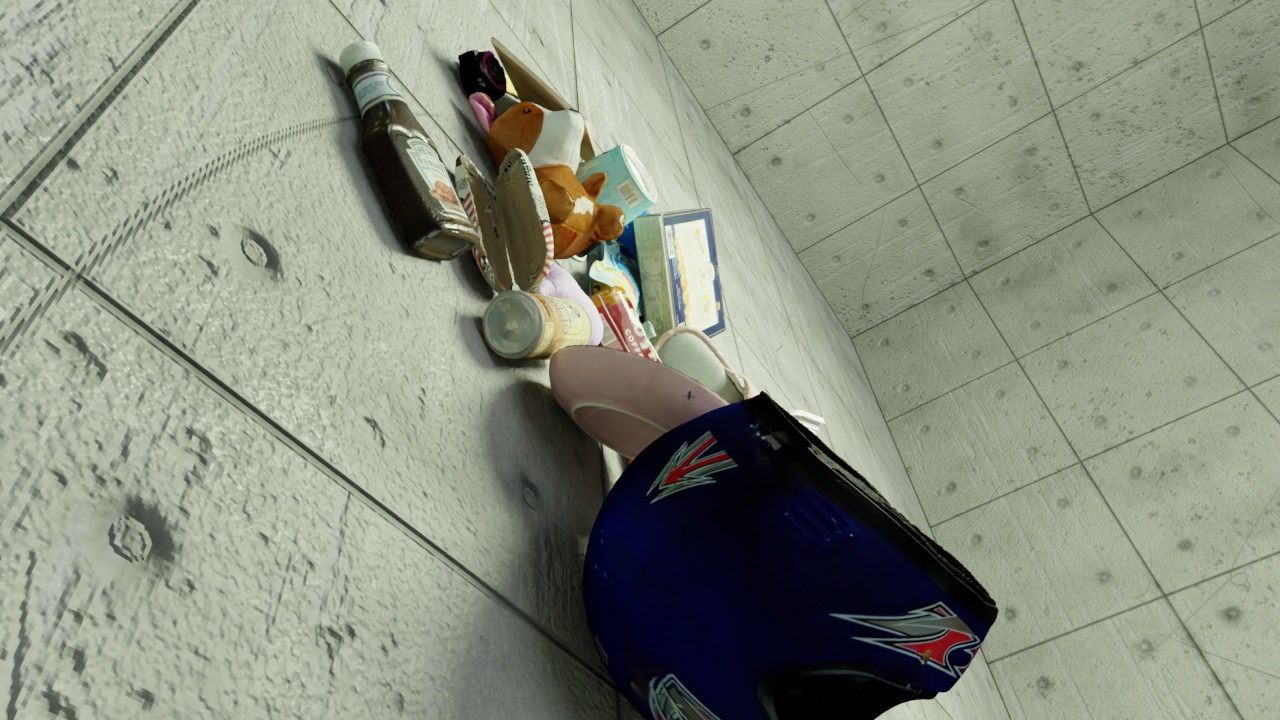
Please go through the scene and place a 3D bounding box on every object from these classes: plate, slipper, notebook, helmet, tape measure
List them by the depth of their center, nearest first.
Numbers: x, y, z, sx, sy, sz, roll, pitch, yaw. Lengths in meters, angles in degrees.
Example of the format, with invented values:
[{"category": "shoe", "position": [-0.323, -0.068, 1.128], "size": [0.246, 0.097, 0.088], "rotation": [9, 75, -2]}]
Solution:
[{"category": "helmet", "position": [0.100, 0.185, 0.700], "size": [0.315, 0.240, 0.247], "rotation": [38, 9, -33]}, {"category": "plate", "position": [0.001, 0.053, 0.808], "size": [0.192, 0.193, 0.039], "rotation": [45, 60, -42]}, {"category": "tape measure", "position": [-0.179, -0.325, 1.054], "size": [0.057, 0.039, 0.057], "rotation": [-7, 81, -69]}, {"category": "notebook", "position": [-0.108, -0.301, 1.113], "size": [0.148, 0.008, 0.207], "rotation": [42, -1, 4]}, {"category": "slipper", "position": [0.109, 0.077, 1.153], "size": [0.274, 0.114, 0.054], "rotation": [57, -7, -8]}]

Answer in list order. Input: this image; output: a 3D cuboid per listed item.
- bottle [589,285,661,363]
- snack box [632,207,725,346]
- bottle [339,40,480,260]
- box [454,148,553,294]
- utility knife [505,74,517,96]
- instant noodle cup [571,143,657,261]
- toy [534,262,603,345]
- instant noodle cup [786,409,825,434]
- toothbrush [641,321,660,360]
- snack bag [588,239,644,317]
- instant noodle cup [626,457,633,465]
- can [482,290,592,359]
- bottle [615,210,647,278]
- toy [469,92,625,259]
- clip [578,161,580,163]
[{"category": "bottle", "position": [-0.006, 0.006, 1.010], "size": [0.175, 0.057, 0.057], "rotation": [63, 17, 4]}, {"category": "snack box", "position": [0.056, -0.111, 1.238], "size": [0.182, 0.046, 0.178], "rotation": [-25, 109, -63]}, {"category": "bottle", "position": [-0.200, -0.178, 0.770], "size": [0.195, 0.044, 0.079], "rotation": [64, 16, 11]}, {"category": "box", "position": [-0.119, -0.134, 0.861], "size": [0.076, 0.087, 0.162], "rotation": [63, 5, -55]}, {"category": "utility knife", "position": [-0.183, -0.352, 1.152], "size": [0.031, 0.021, 0.198], "rotation": [62, 22, 2]}, {"category": "instant noodle cup", "position": [-0.049, -0.197, 1.099], "size": [0.111, 0.121, 0.111], "rotation": [52, 19, -27]}, {"category": "toy", "position": [-0.073, -0.055, 0.946], "size": [0.108, 0.039, 0.083], "rotation": [52, 20, -29]}, {"category": "instant noodle cup", "position": [0.176, 0.107, 1.279], "size": [0.173, 0.138, 0.060], "rotation": [22, 65, -65]}, {"category": "toothbrush", "position": [0.047, 0.055, 1.102], "size": [0.224, 0.027, 0.026], "rotation": [63, 11, -11]}, {"category": "snack bag", "position": [-0.026, -0.089, 1.140], "size": [0.110, 0.039, 0.190], "rotation": [54, 16, -15]}, {"category": "instant noodle cup", "position": [0.068, 0.161, 0.944], "size": [0.164, 0.079, 0.188], "rotation": [29, 40, -54]}, {"category": "can", "position": [-0.090, -0.030, 0.822], "size": [0.058, 0.059, 0.116], "rotation": [64, 17, 10]}, {"category": "bottle", "position": [-0.011, -0.175, 1.241], "size": [0.218, 0.065, 0.065], "rotation": [47, 22, -52]}, {"category": "toy", "position": [-0.102, -0.210, 0.990], "size": [0.140, 0.131, 0.199], "rotation": [17, 36, -50]}, {"category": "clip", "position": [-0.100, -0.260, 1.210], "size": [0.104, 0.035, 0.081], "rotation": [54, 20, 4]}]
